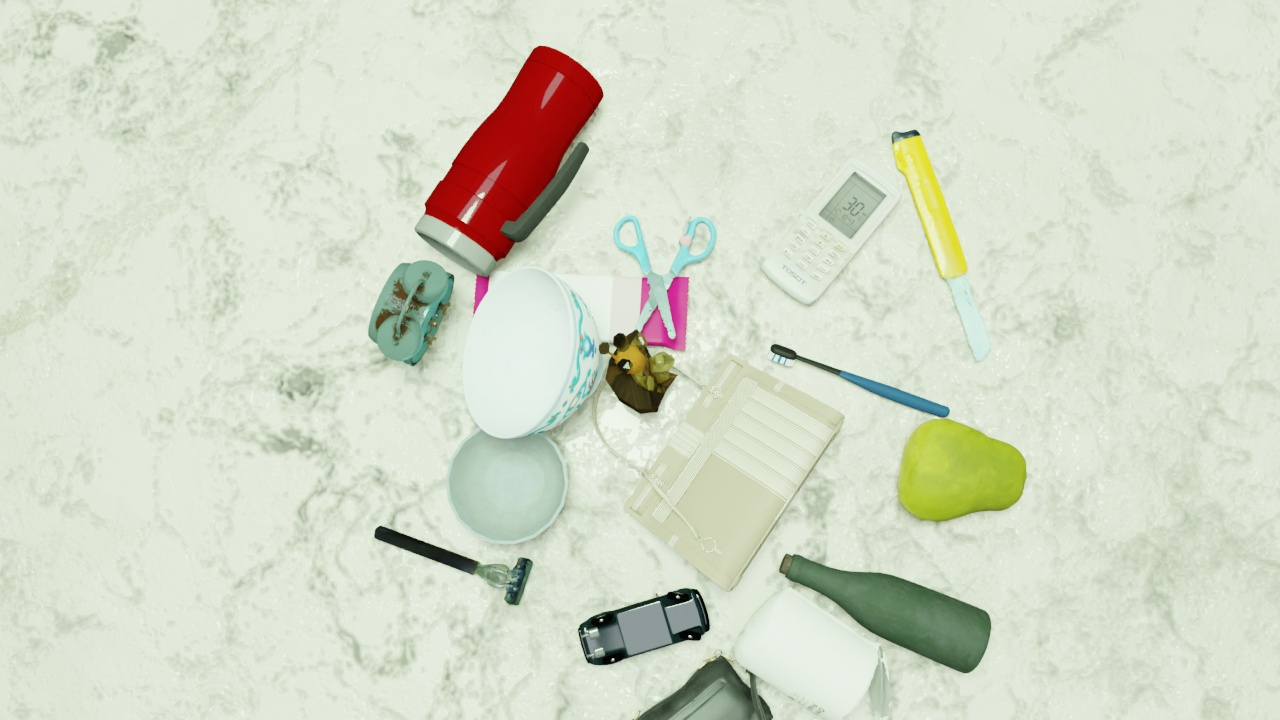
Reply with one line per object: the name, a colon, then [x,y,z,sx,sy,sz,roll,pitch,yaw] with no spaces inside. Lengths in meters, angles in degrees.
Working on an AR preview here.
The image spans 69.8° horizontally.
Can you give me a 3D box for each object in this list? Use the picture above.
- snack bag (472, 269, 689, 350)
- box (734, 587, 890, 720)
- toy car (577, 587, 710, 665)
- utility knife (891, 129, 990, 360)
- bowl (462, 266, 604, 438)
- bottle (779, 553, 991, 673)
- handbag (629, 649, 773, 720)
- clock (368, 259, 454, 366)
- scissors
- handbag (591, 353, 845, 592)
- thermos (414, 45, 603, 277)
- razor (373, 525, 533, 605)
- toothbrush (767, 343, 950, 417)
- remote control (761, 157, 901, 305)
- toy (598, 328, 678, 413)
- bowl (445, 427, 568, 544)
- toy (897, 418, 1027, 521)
snack bag: [-0.055,-0.047,0.837,0.196,0.016,0.070,2,78,3]
box: [0.155,0.248,0.760,0.143,0.080,0.089,35,67,6]
toy car: [0.003,0.229,0.790,0.112,0.034,0.046,-17,82,1]
utility knife: [0.272,-0.107,0.828,0.030,0.019,0.223,-17,77,6]
bowl: [-0.079,-0.001,0.780,0.144,0.074,0.143,-13,71,42]
bottle: [0.201,0.204,0.774,0.174,0.055,0.055,21,84,7]
handbag: [0.049,0.302,0.763,0.128,0.054,0.079,-36,76,-14]
clock: [-0.197,-0.043,0.790,0.053,0.124,0.090,23,84,-4]
scissors: [0.007,-0.084,0.828,0.111,0.015,0.140,24,65,10]
handbag: [0.047,0.071,0.807,0.198,0.062,0.175,33,85,15]
thermos: [-0.107,-0.173,0.818,0.108,0.084,0.198,28,82,28]
razor: [-0.169,0.175,0.812,0.144,0.022,0.042,18,83,5]
toothbrush: [0.194,0.019,0.817,0.168,0.014,0.014,21,118,3]
remote control: [0.172,-0.116,0.830,0.060,0.025,0.138,40,86,7]
toy: [-0.005,0.004,0.766,0.063,0.100,0.076,-18,65,16]
bowl: [-0.114,0.107,0.809,0.106,0.039,0.106,0,83,3]
toy: [0.277,0.098,0.785,0.110,0.051,0.090,11,86,1]
